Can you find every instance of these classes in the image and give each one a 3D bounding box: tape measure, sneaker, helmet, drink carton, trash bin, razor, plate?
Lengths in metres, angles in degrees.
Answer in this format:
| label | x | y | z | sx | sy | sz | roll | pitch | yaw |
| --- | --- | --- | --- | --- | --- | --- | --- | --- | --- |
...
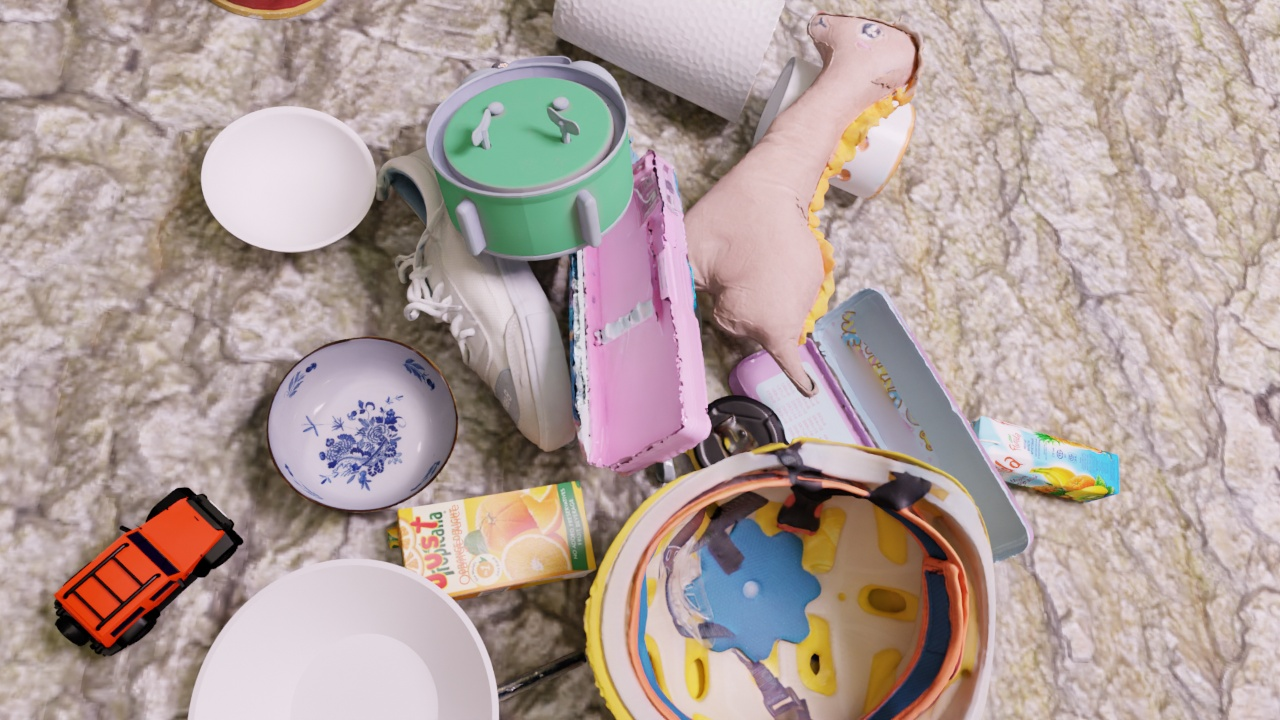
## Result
| label | x | y | z | sx | sy | sz | roll | pitch | yaw |
| --- | --- | --- | --- | --- | --- | --- | --- | --- | --- |
| tape measure | 0.068 | 0.061 | 0.641 | 0.071 | 0.042 | 0.072 | -41 | 78 | 8 |
| sneaker | -0.116 | -0.042 | 0.619 | 0.090 | 0.090 | 0.242 | -17 | 69 | -16 |
| helmet | 0.085 | 0.152 | 0.571 | 0.240 | 0.140 | 0.209 | 4 | 85 | -2 |
| drink carton | 0.304 | 0.077 | 0.709 | 0.129 | 0.044 | 0.038 | 16 | 67 | -10 |
| drink carton | -0.096 | 0.118 | 0.586 | 0.122 | 0.041 | 0.058 | -7 | 73 | -17 |
| trash bin | 0.024 | -0.279 | 0.719 | 0.161 | 0.133 | 0.133 | 20 | 66 | -2 |
| razor | -0.082 | 0.205 | 0.570 | 0.105 | 0.026 | 0.042 | -17 | 74 | -24 |
| plate | -0.164 | 0.202 | 0.524 | 0.174 | 0.036 | 0.173 | -1 | 76 | 3 |

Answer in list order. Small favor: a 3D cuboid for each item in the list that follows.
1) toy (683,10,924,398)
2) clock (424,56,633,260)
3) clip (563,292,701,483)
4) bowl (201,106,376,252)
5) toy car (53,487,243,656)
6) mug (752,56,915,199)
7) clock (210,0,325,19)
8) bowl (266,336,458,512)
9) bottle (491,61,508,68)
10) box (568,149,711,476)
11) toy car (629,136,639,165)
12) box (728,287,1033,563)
| label | x | y | z | sx | sy | sz | roll | pitch | yaw |
| --- | --- | --- | --- | --- | --- | --- | --- | --- | --- |
| toy | 0.133 | -0.124 | 0.664 | 0.196 | 0.065 | 0.264 | 44 | 85 | 9 |
| clock | -0.067 | -0.142 | 0.577 | 0.122 | 0.075 | 0.161 | -4 | 53 | 3 |
| clip | -0.005 | 0.004 | 0.661 | 0.090 | 0.027 | 0.162 | 12 | 67 | -10 |
| bowl | -0.238 | -0.116 | 0.631 | 0.110 | 0.041 | 0.109 | 4 | 70 | -12 |
| toy car | -0.285 | 0.120 | 0.529 | 0.051 | 0.049 | 0.100 | 43 | 65 | 3 |
| mug | 0.155 | -0.187 | 0.742 | 0.105 | 0.082 | 0.082 | 21 | 67 | -6 |
| clock | -0.295 | -0.335 | 0.673 | 0.159 | 0.081 | 0.116 | 32 | 66 | -2 |
| bowl | -0.176 | 0.045 | 0.588 | 0.114 | 0.045 | 0.114 | 5 | 69 | -13 |
| bottle | -0.099 | -0.175 | 0.693 | 0.036 | 0.036 | 0.109 | -5 | 72 | -17 |
| box | -0.022 | -0.046 | 0.601 | 0.090 | 0.085 | 0.230 | 29 | 44 | -40 |
| toy car | -0.028 | -0.165 | 0.714 | 0.060 | 0.028 | 0.107 | -30 | 81 | -23 |
| box | 0.171 | 0.067 | 0.666 | 0.140 | 0.062 | 0.214 | -31 | 79 | 12 |
